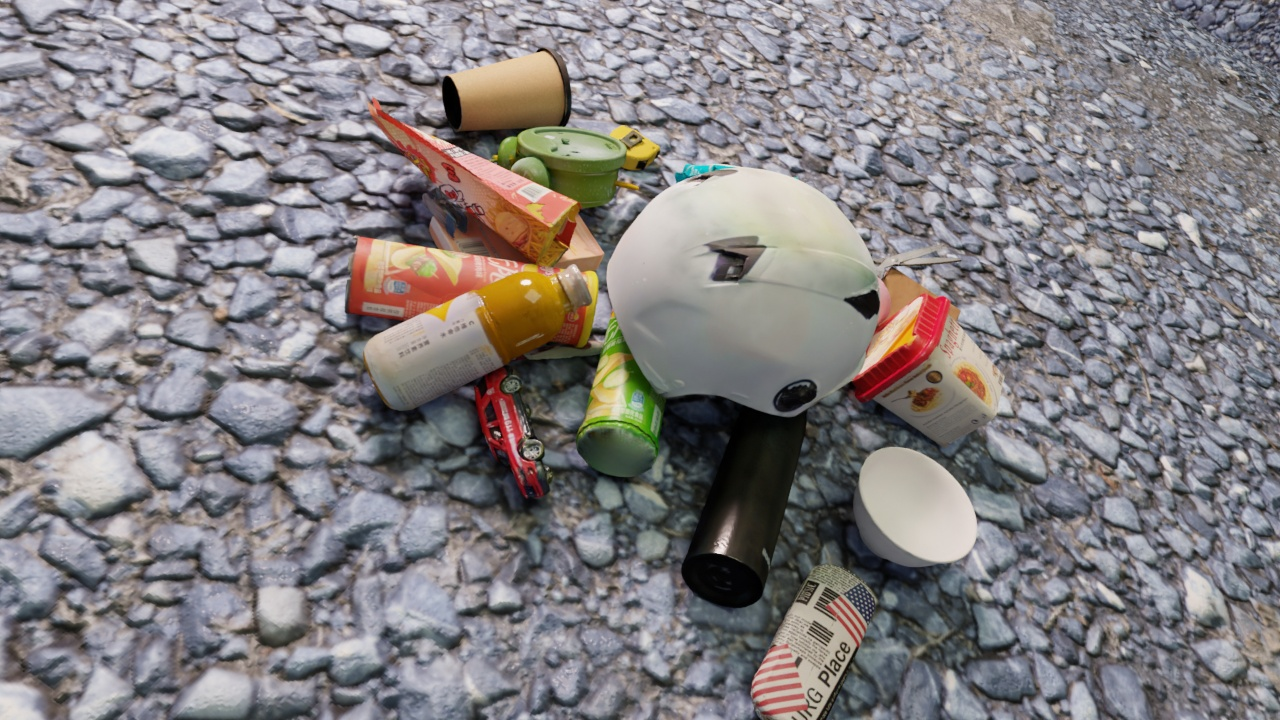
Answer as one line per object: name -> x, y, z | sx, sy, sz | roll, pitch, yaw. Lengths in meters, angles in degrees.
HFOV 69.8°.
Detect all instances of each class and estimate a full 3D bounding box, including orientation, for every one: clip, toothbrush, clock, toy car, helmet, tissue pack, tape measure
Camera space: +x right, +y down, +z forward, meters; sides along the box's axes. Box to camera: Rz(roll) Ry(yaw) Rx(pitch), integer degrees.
clip -> -0.187, -0.143, 0.880 | 0.038, 0.026, 0.058 | -32, 63, -31
toothbrush -> -0.112, -0.009, 0.839 | 0.187, 0.017, 0.016 | -6, 52, -29
clock -> -0.090, -0.205, 0.971 | 0.161, 0.056, 0.116 | -5, 31, -22
toy car -> -0.106, 0.061, 0.759 | 0.045, 0.053, 0.120 | -21, 53, -8
helmet -> 0.105, -0.081, 0.802 | 0.258, 0.146, 0.228 | 4, 49, -16
tissue pack -> 0.110, -0.197, 1.059 | 0.133, 0.050, 0.093 | 5, 10, -21
tape measure -> -0.012, -0.254, 1.092 | 0.060, 0.029, 0.057 | 35, 46, 7

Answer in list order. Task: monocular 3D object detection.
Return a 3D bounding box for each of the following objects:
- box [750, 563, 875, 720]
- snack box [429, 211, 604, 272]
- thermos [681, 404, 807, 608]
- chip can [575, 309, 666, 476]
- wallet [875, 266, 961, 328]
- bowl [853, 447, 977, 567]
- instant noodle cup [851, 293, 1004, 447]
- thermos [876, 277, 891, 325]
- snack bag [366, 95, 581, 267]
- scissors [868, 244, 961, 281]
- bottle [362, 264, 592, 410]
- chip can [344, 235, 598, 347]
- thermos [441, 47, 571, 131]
box -> 0.139, 0.232, 0.740 | 0.068, 0.052, 0.163 | 44, 48, 1
snack box -> -0.123, -0.118, 0.922 | 0.157, 0.026, 0.084 | -12, 57, -33
thermos -> 0.097, 0.091, 0.807 | 0.069, 0.090, 0.241 | -5, 38, 27
chip can -> -0.005, 0.005, 0.840 | 0.072, 0.073, 0.220 | 20, 46, -8
wallet -> 0.320, -0.053, 1.083 | 0.101, 0.020, 0.115 | 34, 48, 6
bowl -> 0.238, 0.146, 0.838 | 0.118, 0.065, 0.118 | 13, 47, -14
instant noodle cup -> 0.304, 0.014, 0.959 | 0.124, 0.117, 0.116 | 39, 45, -6
thermos -> 0.186, -0.041, 0.959 | 0.198, 0.087, 0.067 | -25, 70, -38
snack bag -> -0.158, -0.171, 0.871 | 0.208, 0.073, 0.128 | 34, 3, 6
scissors -> 0.300, -0.122, 1.110 | 0.163, 0.014, 0.164 | 25, 48, 17
bottle -> -0.131, -0.024, 0.759 | 0.189, 0.068, 0.068 | -26, 62, -7
chip can -> -0.150, -0.060, 0.820 | 0.216, 0.073, 0.073 | 7, 49, -14
thermos -> -0.145, -0.298, 1.032 | 0.143, 0.093, 0.093 | -17, 60, -25
